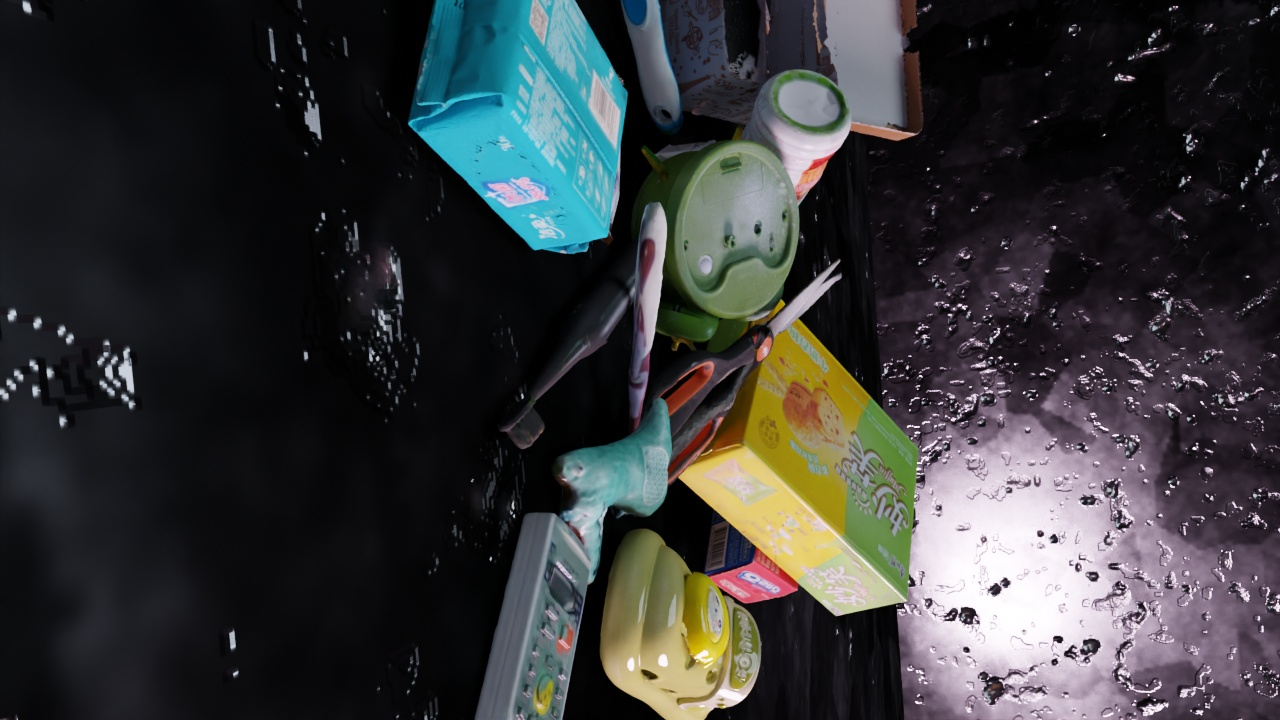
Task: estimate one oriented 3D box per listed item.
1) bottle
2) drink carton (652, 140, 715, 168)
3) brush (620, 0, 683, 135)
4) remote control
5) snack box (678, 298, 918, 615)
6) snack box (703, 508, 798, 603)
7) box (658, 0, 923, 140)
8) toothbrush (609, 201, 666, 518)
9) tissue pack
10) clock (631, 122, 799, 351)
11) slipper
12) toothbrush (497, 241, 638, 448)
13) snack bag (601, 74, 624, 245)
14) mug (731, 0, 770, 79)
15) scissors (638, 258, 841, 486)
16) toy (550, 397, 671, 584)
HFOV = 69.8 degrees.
[{"bbox_3d":[0.094,-0.133,0.708,0.197,0.068,0.068,116,-18,-61],"label":"bottle"},{"bbox_3d":[0.043,-0.100,0.688,0.053,0.045,0.122,-53,136,-64],"label":"drink carton"},{"bbox_3d":[-0.010,-0.290,0.572,0.315,0.061,0.109,62,36,-54],"label":"brush"},{"bbox_3d":[-0.049,0.140,0.416,0.056,0.019,0.134,64,29,-48],"label":"remote control"},{"bbox_3d":[0.131,0.076,0.721,0.210,0.070,0.157,43,43,-24],"label":"snack box"},{"bbox_3d":[0.104,0.096,0.781,0.058,0.057,0.207,36,46,-27],"label":"snack box"},{"bbox_3d":[0.131,-0.278,0.735,0.259,0.082,0.177,-1,88,-38],"label":"box"},{"bbox_3d":[-0.003,0.003,0.528,0.017,0.016,0.188,-19,119,-60],"label":"toothbrush"},{"bbox_3d":[-0.052,-0.117,0.410,0.133,0.050,0.093,48,44,-60],"label":"tissue pack"},{"bbox_3d":[0.051,-0.073,0.625,0.115,0.056,0.161,-22,113,-35],"label":"clock"},{"bbox_3d":[0.034,0.168,0.562,0.191,0.082,0.091,66,25,-51],"label":"slipper"},{"bbox_3d":[-0.029,-0.016,0.494,0.027,0.026,0.212,56,29,-16],"label":"toothbrush"},{"bbox_3d":[-0.025,-0.119,0.523,0.045,0.026,0.105,19,70,-73],"label":"snack bag"},{"bbox_3d":[0.080,-0.283,0.792,0.078,0.078,0.123,-46,125,-65],"label":"mug"},{"bbox_3d":[0.071,-0.011,0.609,0.234,0.022,0.148,-54,148,-9],"label":"scissors"},{"bbox_3d":[-0.016,0.070,0.499,0.091,0.030,0.096,-2,96,-50],"label":"toy"}]
